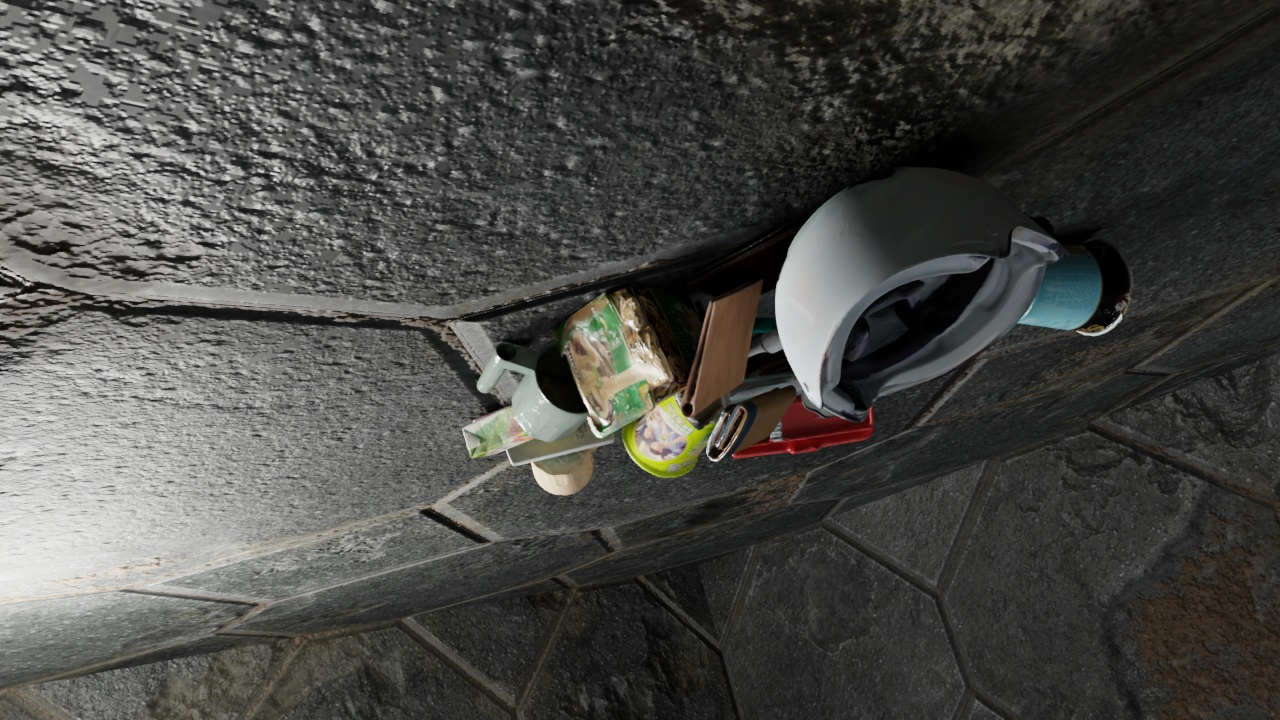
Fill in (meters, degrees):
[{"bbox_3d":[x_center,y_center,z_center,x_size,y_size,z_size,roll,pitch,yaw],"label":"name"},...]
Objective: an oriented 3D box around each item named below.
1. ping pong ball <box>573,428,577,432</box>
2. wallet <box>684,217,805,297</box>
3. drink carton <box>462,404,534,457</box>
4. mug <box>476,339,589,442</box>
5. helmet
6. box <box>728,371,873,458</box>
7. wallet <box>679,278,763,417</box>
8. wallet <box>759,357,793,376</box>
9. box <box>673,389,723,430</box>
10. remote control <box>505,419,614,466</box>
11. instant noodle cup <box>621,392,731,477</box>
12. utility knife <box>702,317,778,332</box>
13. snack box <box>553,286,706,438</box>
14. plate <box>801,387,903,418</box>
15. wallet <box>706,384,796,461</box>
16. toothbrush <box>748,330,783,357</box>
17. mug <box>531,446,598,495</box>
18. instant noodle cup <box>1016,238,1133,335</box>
[{"bbox_3d":[-0.093,0.071,1.119,0.040,0.040,0.040,-14,162,-5],"label":"ping pong ball"},{"bbox_3d":[0.115,-0.088,0.853,0.123,0.020,0.096,-25,155,31],"label":"wallet"},{"bbox_3d":[-0.145,0.073,1.074,0.123,0.045,0.053,-23,171,26],"label":"drink carton"},{"bbox_3d":[-0.100,0.025,0.939,0.124,0.083,0.104,19,152,-14],"label":"mug"},{"bbox_3d":[0.212,-0.069,0.767,0.258,0.146,0.230,-1,143,-50],"label":"helmet"},{"bbox_3d":[0.212,0.057,1.208,0.201,0.069,0.158,-8,132,-3],"label":"box"},{"bbox_3d":[0.076,-0.013,0.833,0.020,0.115,0.101,22,-155,23],"label":"wallet"},{"bbox_3d":[0.229,0.015,1.237,0.119,0.035,0.130,-13,163,16],"label":"wallet"},{"bbox_3d":[0.083,0.020,1.012,0.086,0.075,0.162,-35,176,17],"label":"box"},{"bbox_3d":[-0.103,0.091,1.145,0.135,0.056,0.019,-13,163,-8],"label":"remote control"},{"bbox_3d":[0.052,0.072,1.149,0.111,0.111,0.124,-4,152,-31],"label":"instant noodle cup"},{"bbox_3d":[0.105,-0.033,0.904,0.029,0.013,0.185,-33,-166,-19],"label":"utility knife"},{"bbox_3d":[0.005,-0.004,0.879,0.118,0.118,0.105,-31,167,39],"label":"snack box"},{"bbox_3d":[0.302,-0.019,1.096,0.265,0.034,0.162,-20,142,-12],"label":"plate"},{"bbox_3d":[0.136,0.074,1.118,0.115,0.033,0.090,-16,142,-46],"label":"wallet"},{"bbox_3d":[0.169,-0.031,1.052,0.222,0.026,0.026,-29,147,36],"label":"toothbrush"},{"bbox_3d":[-0.088,0.114,1.209,0.124,0.084,0.104,-37,165,-13],"label":"mug"},{"bbox_3d":[0.464,-0.083,1.031,0.120,0.111,0.111,-1,158,-19],"label":"instant noodle cup"}]
